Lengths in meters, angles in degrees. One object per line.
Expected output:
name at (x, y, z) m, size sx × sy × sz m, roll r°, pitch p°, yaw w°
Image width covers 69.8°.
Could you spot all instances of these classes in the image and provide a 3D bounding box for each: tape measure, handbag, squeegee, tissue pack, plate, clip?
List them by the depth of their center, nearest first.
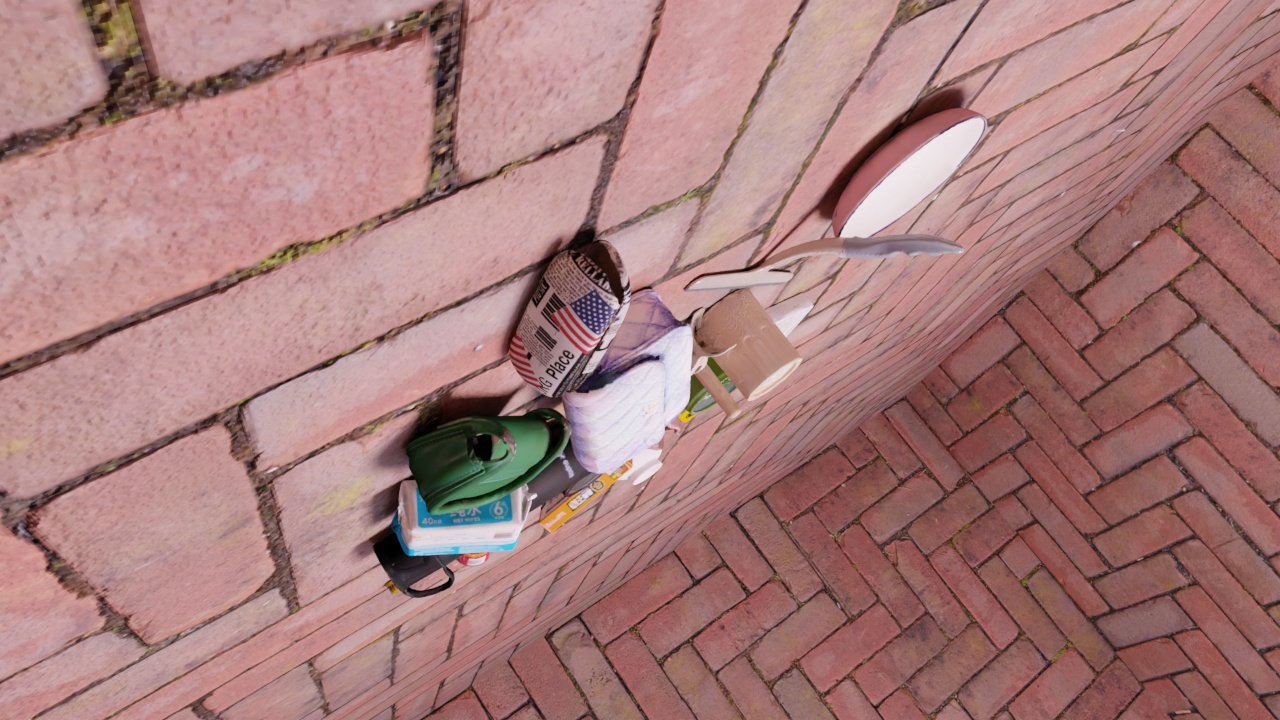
handbag at (-0.136, 0.087, 0.829) m, size 0.120 × 0.068 × 0.131 m, roll -26°, pitch 168°, yaw 25°
handbag at (-0.014, 0.027, 0.896) m, size 0.134 × 0.075 × 0.194 m, roll -33°, pitch 154°, yaw -15°
tissue pack at (-0.178, 0.154, 0.921) m, size 0.140 × 0.063 × 0.090 m, roll -1°, pitch 153°, yaw -15°
squeegee at (0.207, -0.110, 0.954) m, size 0.247 × 0.039 × 0.245 m, roll -6°, pitch -178°, yaw 33°
plate at (0.275, -0.199, 0.971) m, size 0.192 × 0.039 × 0.193 m, roll -33°, pitch 164°, yaw -11°
clip at (0.065, -0.007, 1.032) m, size 0.034 × 0.060 × 0.097 m, roll -28°, pitch 162°, yaw -44°
tape measure at (0.070, 0.061, 1.304) m, size 0.057 × 0.029 × 0.060 m, roll -37°, pitch 164°, yaw 8°

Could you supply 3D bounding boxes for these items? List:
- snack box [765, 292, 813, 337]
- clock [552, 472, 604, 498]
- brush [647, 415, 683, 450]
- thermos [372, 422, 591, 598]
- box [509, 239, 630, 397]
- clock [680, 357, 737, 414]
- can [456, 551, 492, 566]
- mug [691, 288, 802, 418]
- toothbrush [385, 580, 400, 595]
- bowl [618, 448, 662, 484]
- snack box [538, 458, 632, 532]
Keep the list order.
snack box at (0.166, -0.027, 1.257) m, size 0.084 × 0.027 × 0.157 m, roll -25°, pitch 160°, yaw -36°
clock at (-0.086, 0.128, 1.116) m, size 0.121 × 0.055 × 0.082 m, roll -27°, pitch 162°, yaw -40°
brush at (0.017, 0.084, 1.171) m, size 0.073 × 0.063 × 0.145 m, roll -10°, pitch 170°, yaw 10°
thermos at (-0.168, 0.169, 1.015) m, size 0.242 × 0.090 × 0.068 m, roll -33°, pitch -153°, yaw -11°
box at (-0.061, -0.023, 0.717) m, size 0.077 × 0.074 × 0.164 m, roll -17°, pitch 158°, yaw -36°
clock at (0.102, 0.007, 1.166) m, size 0.161 × 0.056 × 0.116 m, roll -37°, pitch 165°, yaw 4°
can at (-0.198, 0.205, 1.104) m, size 0.053 × 0.053 × 0.133 m, roll -29°, pitch 162°, yaw -26°
mug at (0.111, -0.005, 1.063) m, size 0.084 × 0.103 × 0.125 m, roll -17°, pitch 155°, yaw -51°
toothbrush at (-0.245, 0.251, 1.206) m, size 0.189 × 0.016 × 0.016 m, roll -28°, pitch 163°, yaw -26°
bowl at (-0.007, 0.133, 1.283) m, size 0.118 × 0.064 × 0.118 m, roll -34°, pitch 164°, yaw -11°
snack box at (-0.072, 0.157, 1.212) m, size 0.154 × 0.026 × 0.075 m, roll -41°, pitch -159°, yaw 19°
